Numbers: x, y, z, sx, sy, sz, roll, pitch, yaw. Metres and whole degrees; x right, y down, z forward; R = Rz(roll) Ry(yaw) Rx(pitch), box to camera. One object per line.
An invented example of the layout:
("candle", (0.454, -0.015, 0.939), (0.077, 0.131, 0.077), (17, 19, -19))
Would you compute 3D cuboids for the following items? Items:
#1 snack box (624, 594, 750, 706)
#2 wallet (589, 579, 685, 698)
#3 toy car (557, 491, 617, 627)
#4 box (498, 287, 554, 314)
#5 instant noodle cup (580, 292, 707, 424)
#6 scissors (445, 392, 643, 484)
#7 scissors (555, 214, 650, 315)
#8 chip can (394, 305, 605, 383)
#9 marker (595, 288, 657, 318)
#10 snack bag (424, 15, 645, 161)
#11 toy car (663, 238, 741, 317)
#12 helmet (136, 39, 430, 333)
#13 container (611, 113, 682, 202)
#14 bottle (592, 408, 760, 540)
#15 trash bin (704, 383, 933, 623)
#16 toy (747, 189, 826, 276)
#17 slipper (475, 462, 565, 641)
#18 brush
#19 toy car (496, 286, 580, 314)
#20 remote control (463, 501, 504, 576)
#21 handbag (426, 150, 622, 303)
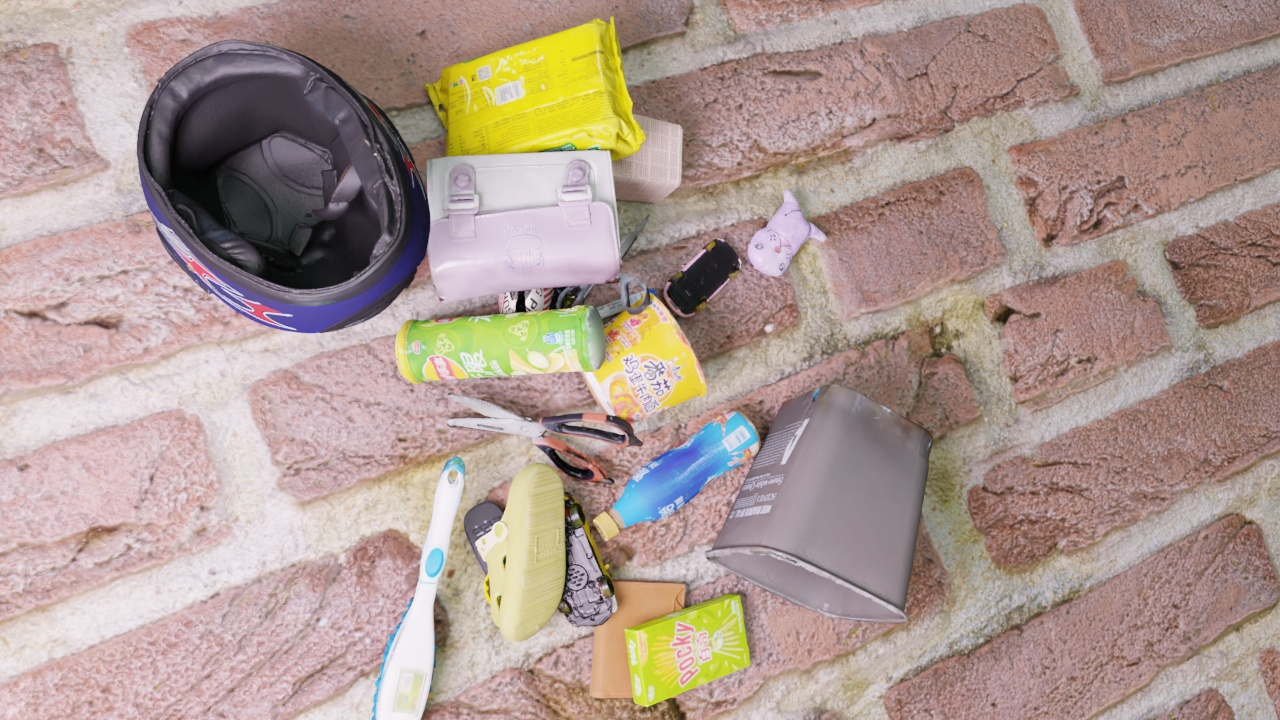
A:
("snack box", (0.056, 0.328, 1.047), (0.156, 0.026, 0.085), (-7, 88, -36))
("wallet", (-0.002, 0.321, 1.058), (0.107, 0.031, 0.131), (6, 83, -14))
("toy car", (-0.078, 0.226, 1.036), (0.071, 0.041, 0.156), (-25, 87, 9))
("box", (-0.138, -0.120, 1.043), (0.081, 0.075, 0.163), (3, 67, 9))
("instant noodle cup", (-0.006, 0.006, 1.049), (0.109, 0.138, 0.138), (-29, 91, -10))
("scissors", (-0.106, 0.084, 1.029), (0.221, 0.190, 0.015), (48, 35, -31))
("scissors", (-0.036, -0.106, 1.060), (0.159, 0.181, 0.014), (-29, 136, -7))
("chip can", (-0.148, -0.017, 0.986), (0.221, 0.072, 0.072), (-4, 83, 13))
("marker", (-0.047, -0.058, 1.102), (0.145, 0.017, 0.017), (-21, 89, -18))
("snack bag", (-0.123, -0.283, 1.030), (0.247, 0.068, 0.158), (-13, 77, 14))
("toy car", (0.075, -0.101, 1.134), (0.056, 0.037, 0.122), (50, 60, -8))
("helmet", (-0.330, -0.144, 0.904), (0.247, 0.241, 0.315), (-39, 76, -12))
("container", (-0.013, -0.243, 1.100), (0.110, 0.090, 0.090), (5, 81, -19))
("bottle", (0.041, 0.138, 1.076), (0.218, 0.065, 0.065), (-33, 93, -17))
("trash bin", (0.216, 0.165, 1.064), (0.198, 0.199, 0.219), (27, 70, -13))
("toy", (0.181, -0.152, 1.169), (0.084, 0.039, 0.107), (45, 72, -13))
("slipper", (-0.130, 0.202, 0.989), (0.091, 0.082, 0.190), (2, 94, -56))
("brush", (-0.227, 0.257, 0.958), (0.060, 0.110, 0.314), (13, 79, -12))
("toy car", (-0.119, -0.059, 1.069), (0.105, 0.032, 0.048), (-36, 71, -19))
("remote control", (-0.154, 0.222, 1.029), (0.053, 0.024, 0.136), (-27, 92, -20))
("handbag", (-0.124, -0.144, 0.972), (0.197, 0.098, 0.144), (-5, 72, -6))
